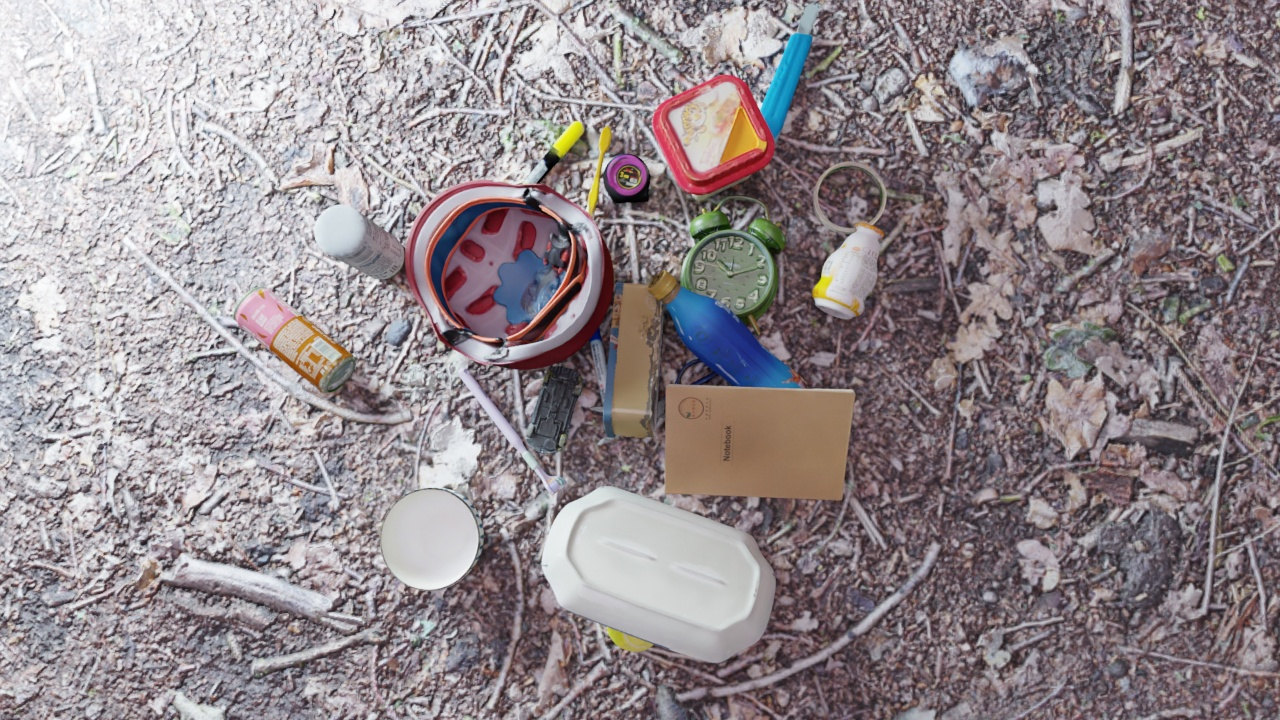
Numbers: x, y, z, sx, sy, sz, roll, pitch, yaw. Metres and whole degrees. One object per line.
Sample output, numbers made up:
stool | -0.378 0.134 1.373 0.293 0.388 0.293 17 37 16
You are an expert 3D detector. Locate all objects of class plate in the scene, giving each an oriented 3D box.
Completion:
plate | 0.023 0.230 1.025 0.266 0.034 0.161 20 58 5

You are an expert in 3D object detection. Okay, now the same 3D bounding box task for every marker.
marker | -0.113 -0.242 1.124 0.018 0.015 0.124 41 92 6
marker | -0.044 0.020 1.093 0.017 0.017 0.145 -12 84 2

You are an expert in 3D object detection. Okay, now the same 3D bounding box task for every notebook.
notebook | 0.131 0.095 1.041 0.208 0.008 0.148 2 118 4

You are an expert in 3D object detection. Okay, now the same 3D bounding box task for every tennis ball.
tennis ball | -0.006 0.296 1.041 0.065 0.065 0.065 0 85 4

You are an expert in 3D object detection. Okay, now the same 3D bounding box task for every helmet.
helmet | -0.138 -0.091 1.050 0.240 0.144 0.207 31 89 22

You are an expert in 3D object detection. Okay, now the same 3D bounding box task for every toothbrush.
toothbrush | -0.157 0.082 1.094 0.189 0.029 0.021 50 127 7
toothbrush | -0.058 -0.190 1.115 0.016 0.018 0.191 11 88 7

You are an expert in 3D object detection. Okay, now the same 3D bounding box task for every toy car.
toy car | -0.101 0.059 1.086 0.049 0.031 0.105 16 85 6

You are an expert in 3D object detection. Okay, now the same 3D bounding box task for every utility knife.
utility knife | 0.180 -0.350 1.111 0.034 0.018 0.187 22 86 -6

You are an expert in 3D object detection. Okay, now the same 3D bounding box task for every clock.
clock | 0.108 -0.115 1.075 0.116 0.056 0.161 10 86 4

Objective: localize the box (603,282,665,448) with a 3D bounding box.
box | -0.006 0.006 1.040 0.061 0.090 0.184 5 68 4

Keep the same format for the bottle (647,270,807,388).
bottle | 0.095 -0.018 1.025 0.218 0.065 0.065 42 88 -18

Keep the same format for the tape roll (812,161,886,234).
tape roll | 0.249 -0.194 1.094 0.086 0.014 0.085 0 85 4

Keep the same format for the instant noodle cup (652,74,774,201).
instant noodle cup | 0.083 -0.246 1.055 0.116 0.124 0.116 -25 84 1

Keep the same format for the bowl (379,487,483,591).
bowl | -0.235 0.204 1.064 0.116 0.066 0.116 0 85 5

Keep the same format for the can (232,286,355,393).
can | -0.414 -0.025 1.101 0.147 0.058 0.058 37 88 6

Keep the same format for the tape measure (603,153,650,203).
tape measure | -0.016 -0.217 1.102 0.057 0.039 0.058 -5 89 3

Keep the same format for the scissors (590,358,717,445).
scissors | 0.031 0.052 1.081 0.163 0.012 0.160 24 83 0

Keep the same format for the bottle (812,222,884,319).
bottle | 0.244 -0.104 1.061 0.063 0.063 0.108 25 87 6

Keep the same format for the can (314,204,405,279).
can | -0.320 -0.133 1.060 0.058 0.147 0.058 0 85 3
